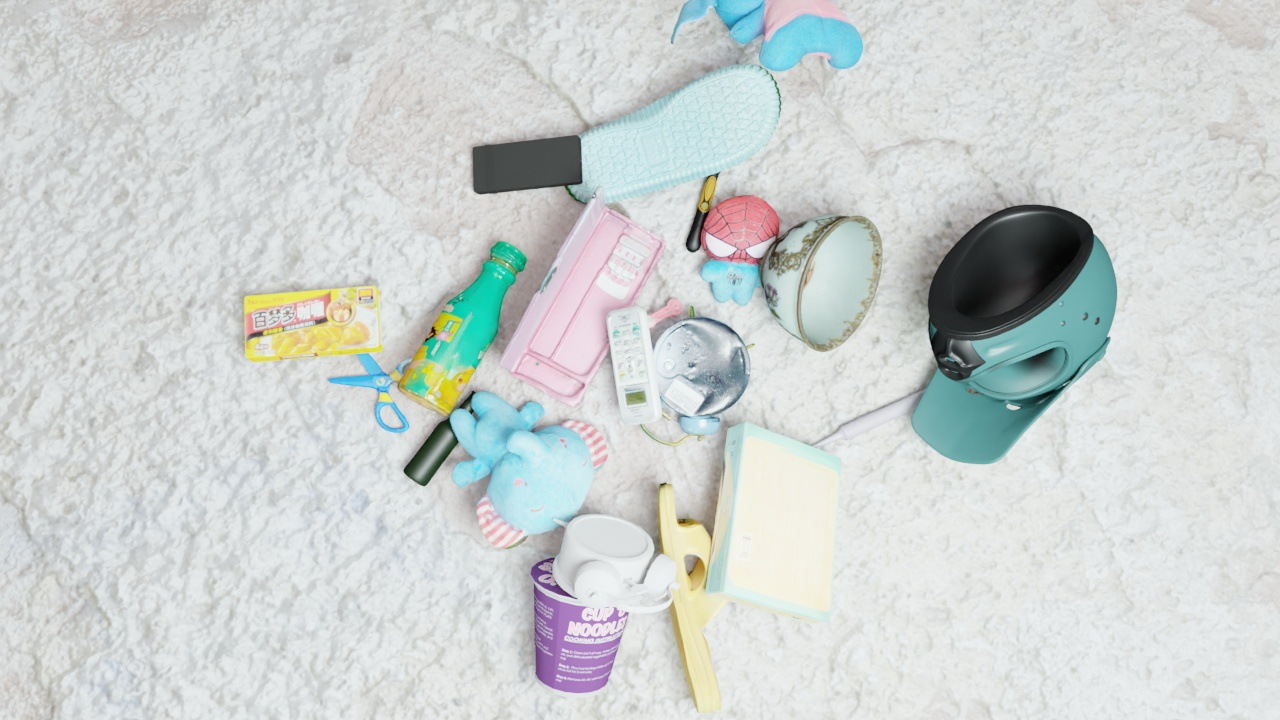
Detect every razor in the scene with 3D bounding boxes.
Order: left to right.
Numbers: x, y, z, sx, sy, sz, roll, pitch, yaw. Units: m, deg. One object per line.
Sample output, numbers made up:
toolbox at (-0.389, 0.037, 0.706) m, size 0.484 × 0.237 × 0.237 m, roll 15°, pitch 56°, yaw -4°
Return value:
razor at (0.082, -0.200, 1.116) m, size 0.044 × 0.021 × 0.144 m, roll 16°, pitch 87°, yaw -2°

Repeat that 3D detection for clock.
clock at (-0.028, 0.221, 0.967) m, size 0.119 × 0.159 × 0.061 m, roll 2°, pitch 112°, yaw -33°
clock at (0.059, 0.024, 1.075) m, size 0.118 × 0.060 × 0.162 m, roll 34°, pitch 85°, yaw 0°

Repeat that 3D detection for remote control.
remote control at (-0.135, -0.232, 1.090) m, size 0.133 × 0.013 × 0.058 m, roll -2°, pitch 86°, yaw 13°
remote control at (-0.006, 0.006, 1.043) m, size 0.050 × 0.022 × 0.133 m, roll -9°, pitch 88°, yaw 28°

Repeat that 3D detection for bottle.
bottle at (-0.226, 0.088, 1.067) m, size 0.033 × 0.033 × 0.123 m, roll 36°, pitch 84°, yaw 0°
bottle at (-0.199, -0.041, 1.060) m, size 0.068 × 0.068 × 0.209 m, roll 29°, pitch 77°, yaw -1°

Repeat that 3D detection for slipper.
slipper at (0.037, -0.261, 1.097) m, size 0.276 × 0.069 × 0.116 m, roll -19°, pitch 87°, yaw 10°
slipper at (0.069, 0.263, 1.039) m, size 0.078 × 0.099 × 0.263 m, roll -11°, pitch 90°, yaw -6°

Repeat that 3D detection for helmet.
helmet at (0.416, -0.029, 1.034) m, size 0.274 × 0.200 × 0.176 m, roll -45°, pitch 45°, yaw -19°

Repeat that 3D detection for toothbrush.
toothbrush at (0.274, 0.074, 1.105) m, size 0.188 × 0.018 × 0.019 m, roll -23°, pitch 85°, yaw -5°

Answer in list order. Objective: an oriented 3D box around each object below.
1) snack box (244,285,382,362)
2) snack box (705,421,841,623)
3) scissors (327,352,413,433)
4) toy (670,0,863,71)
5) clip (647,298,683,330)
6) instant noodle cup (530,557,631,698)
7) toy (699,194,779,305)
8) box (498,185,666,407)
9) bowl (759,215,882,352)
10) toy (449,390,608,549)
snack box at (-0.380, -0.042, 1.067) m, size 0.152 × 0.025 × 0.075 m, roll -5°, pitch 78°, yaw -4°
snack box at (0.154, 0.181, 1.025) m, size 0.141 × 0.044 × 0.193 m, roll 21°, pitch 63°, yaw -23°
scissors at (-0.297, 0.022, 1.077) m, size 0.123 × 0.016 × 0.125 m, roll -35°, pitch 88°, yaw -10°
toy at (0.154, -0.402, 1.075) m, size 0.223 × 0.099 × 0.191 m, roll -17°, pitch 52°, yaw -17°
clip at (0.022, -0.051, 1.102) m, size 0.059 × 0.045 × 0.023 m, roll -32°, pitch 90°, yaw -38°
instant noodle cup at (-0.066, 0.298, 1.027) m, size 0.122 × 0.136 × 0.122 m, roll 12°, pitch 100°, yaw 23°
toy at (0.116, -0.132, 1.093) m, size 0.092 × 0.062 × 0.133 m, roll 7°, pitch 96°, yaw 2°
box at (-0.062, -0.068, 1.048) m, size 0.106 × 0.115 × 0.232 m, roll 30°, pitch 84°, yaw -1°
bowl at (0.197, -0.100, 1.066) m, size 0.094 × 0.160 × 0.160 m, roll 26°, pitch 82°, yaw 40°
toy at (-0.133, 0.106, 1.032) m, size 0.183 × 0.115 × 0.180 m, roll -42°, pitch 88°, yaw -25°
